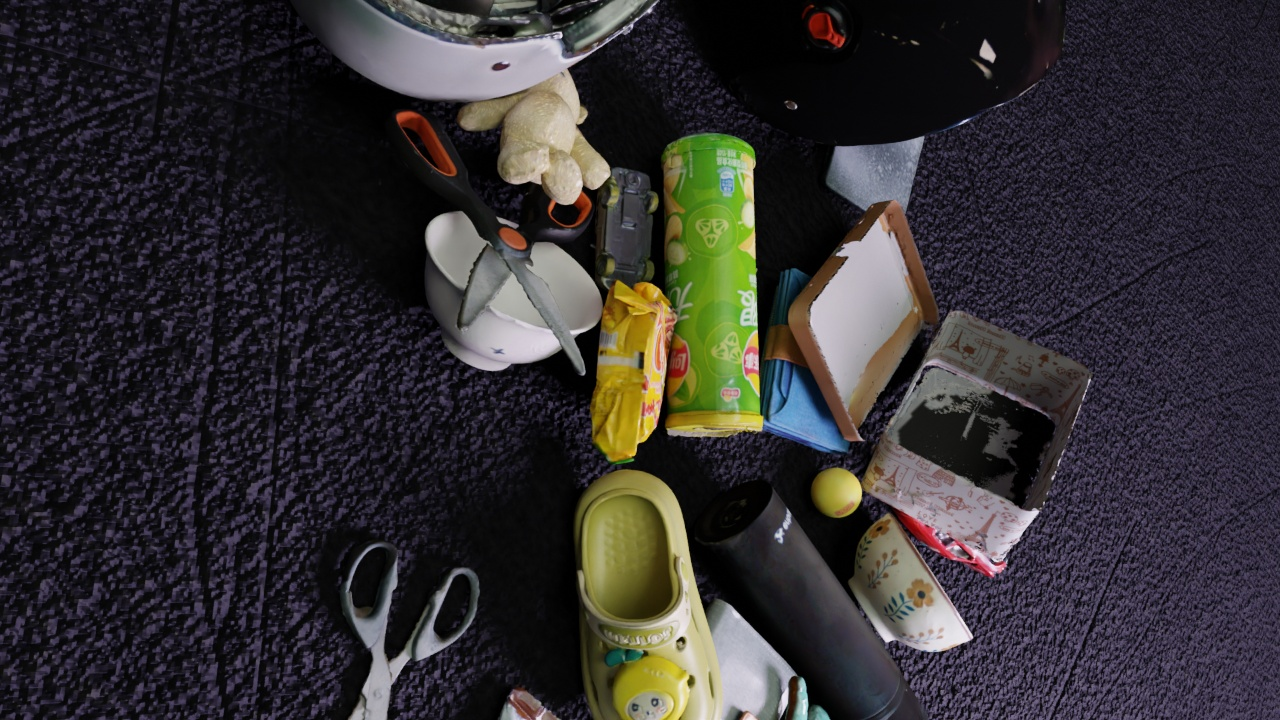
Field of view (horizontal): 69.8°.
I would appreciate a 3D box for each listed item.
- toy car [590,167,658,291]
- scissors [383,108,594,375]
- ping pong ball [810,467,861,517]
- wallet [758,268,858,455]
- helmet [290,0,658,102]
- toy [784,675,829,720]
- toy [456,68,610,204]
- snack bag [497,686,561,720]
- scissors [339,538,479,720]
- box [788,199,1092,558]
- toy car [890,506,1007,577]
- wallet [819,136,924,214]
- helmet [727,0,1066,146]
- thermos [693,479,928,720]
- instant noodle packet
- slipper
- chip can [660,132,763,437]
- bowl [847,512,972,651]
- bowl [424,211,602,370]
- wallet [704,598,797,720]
[{"bbox_3d":[-0.014,-0.092,0.662,0.042,0.035,0.090,4,86,-32],"label":"toy car"},{"bbox_3d":[-0.089,-0.082,0.559,0.225,0.022,0.220,41,30,4],"label":"scissors"},{"bbox_3d":[0.158,0.107,0.742,0.040,0.040,0.040,6,80,-33],"label":"ping pong ball"},{"bbox_3d":[0.142,0.002,0.751,0.106,0.040,0.133,22,71,-34],"label":"wallet"},{"bbox_3d":[-0.110,-0.261,0.552,0.230,0.157,0.273,44,51,-18],"label":"helmet"},{"bbox_3d":[0.123,0.282,0.683,0.091,0.030,0.096,14,75,-61],"label":"toy"},{"bbox_3d":[-0.063,-0.145,0.583,0.105,0.066,0.157,15,31,-15],"label":"toy"},{"bbox_3d":[-0.092,0.255,0.564,0.045,0.026,0.105,48,59,-15],"label":"snack bag"},{"bbox_3d":[-0.156,0.188,0.542,0.162,0.014,0.166,-29,101,-30],"label":"scissors"},{"bbox_3d":[0.237,0.014,0.757,0.272,0.131,0.178,44,55,-4],"label":"box"},{"bbox_3d":[0.269,0.148,0.804,0.120,0.053,0.045,41,84,-15],"label":"toy car"},{"bbox_3d":[0.212,-0.189,0.838,0.097,0.019,0.120,25,71,-26],"label":"wallet"},{"bbox_3d":[0.201,-0.302,0.716,0.275,0.231,0.233,52,55,-43],"label":"helmet"},{"bbox_3d":[0.136,0.198,0.708,0.242,0.069,0.089,54,26,-17],"label":"thermos"},{"bbox_3d":[-0.004,0.003,0.597,0.044,0.128,0.111,4,94,6],"label":"instant noodle packet"},{"bbox_3d":[-0.005,0.165,0.590,0.092,0.081,0.190,-11,80,10],"label":"slipper"},{"bbox_3d":[0.052,-0.056,0.678,0.072,0.073,0.221,5,80,-33],"label":"chip can"},{"bbox_3d":[0.208,0.187,0.738,0.062,0.113,0.113,-34,105,8],"label":"bowl"},{"bbox_3d":[-0.090,-0.033,0.576,0.118,0.065,0.118,24,30,-15],"label":"bowl"},{"bbox_3d":[0.057,0.256,0.656,0.106,0.037,0.129,46,61,-18],"label":"wallet"}]
